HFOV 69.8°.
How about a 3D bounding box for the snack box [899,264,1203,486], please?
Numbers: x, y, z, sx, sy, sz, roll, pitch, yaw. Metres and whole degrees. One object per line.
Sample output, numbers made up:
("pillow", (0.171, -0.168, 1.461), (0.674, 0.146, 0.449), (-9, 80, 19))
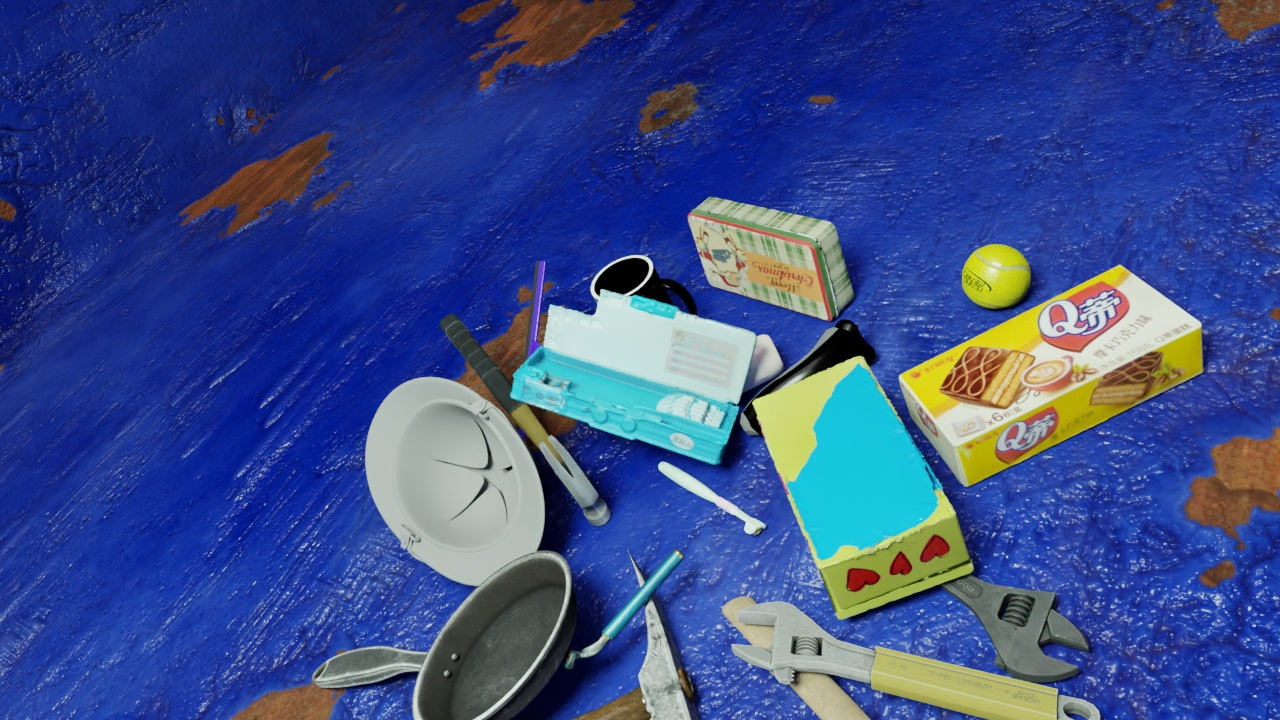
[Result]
("snack box", (0.365, 0.012, 0.829), (0.230, 0.062, 0.110), (-27, 37, 4))

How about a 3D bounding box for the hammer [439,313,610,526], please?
("hammer", (-0.143, 0.046, 1.019), (0.025, 0.118, 0.333), (-37, 49, -9))

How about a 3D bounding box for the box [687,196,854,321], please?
("box", (0.148, -0.122, 1.076), (0.049, 0.118, 0.206), (-44, 41, -22))

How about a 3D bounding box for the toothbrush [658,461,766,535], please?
("toothbrush", (0.067, 0.135, 0.918), (0.022, 0.015, 0.155), (-14, 27, -33))

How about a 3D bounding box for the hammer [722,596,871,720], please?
("hammer", (0.157, 0.266, 0.674), (0.119, 0.031, 0.331), (-16, 27, -22))

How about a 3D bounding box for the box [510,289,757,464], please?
("box", (-0.005, 0.005, 0.939), (0.227, 0.121, 0.097), (17, 24, 8))

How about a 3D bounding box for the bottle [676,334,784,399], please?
("bottle", (0.083, 0.021, 1.007), (0.146, 0.051, 0.051), (-26, 38, 6))

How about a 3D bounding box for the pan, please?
("pan", (-0.193, 0.280, 0.865), (0.358, 0.055, 0.186), (-26, 27, 35))

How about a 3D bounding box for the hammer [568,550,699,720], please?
("hammer", (-0.100, 0.313, 0.807), (0.301, 0.037, 0.217), (-27, 37, 5))

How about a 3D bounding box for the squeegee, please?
("squeegee", (-0.047, 0.012, 1.063), (0.185, 0.055, 0.249), (6, 84, 3))

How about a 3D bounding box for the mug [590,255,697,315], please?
("mug", (0.012, -0.065, 1.111), (0.118, 0.098, 0.081), (-2, 45, 31))

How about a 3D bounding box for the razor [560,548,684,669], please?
("razor", (-0.013, 0.220, 0.808), (0.143, 0.022, 0.042), (-40, 2, -18))

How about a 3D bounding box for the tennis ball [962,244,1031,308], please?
("tennis ball", (0.363, -0.086, 0.937), (0.065, 0.065, 0.065), (-18, 39, 15))

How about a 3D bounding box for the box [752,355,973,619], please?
("box", (0.187, 0.105, 0.807), (0.124, 0.081, 0.220), (-25, 37, 6))

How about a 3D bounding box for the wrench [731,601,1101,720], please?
("wrench", (0.196, 0.234, 0.693), (0.274, 0.018, 0.083), (6, 26, 27))

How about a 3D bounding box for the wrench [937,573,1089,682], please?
("wrench", (0.244, 0.172, 0.763), (0.073, 0.018, 0.273), (-39, 37, -13))

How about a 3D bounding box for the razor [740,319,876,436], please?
("razor", (0.170, 0.024, 0.952), (0.156, 0.057, 0.060), (-39, 7, -13))

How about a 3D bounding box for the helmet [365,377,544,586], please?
("helmet", (-0.175, 0.131, 1.004), (0.271, 0.117, 0.183), (34, 99, 30))
